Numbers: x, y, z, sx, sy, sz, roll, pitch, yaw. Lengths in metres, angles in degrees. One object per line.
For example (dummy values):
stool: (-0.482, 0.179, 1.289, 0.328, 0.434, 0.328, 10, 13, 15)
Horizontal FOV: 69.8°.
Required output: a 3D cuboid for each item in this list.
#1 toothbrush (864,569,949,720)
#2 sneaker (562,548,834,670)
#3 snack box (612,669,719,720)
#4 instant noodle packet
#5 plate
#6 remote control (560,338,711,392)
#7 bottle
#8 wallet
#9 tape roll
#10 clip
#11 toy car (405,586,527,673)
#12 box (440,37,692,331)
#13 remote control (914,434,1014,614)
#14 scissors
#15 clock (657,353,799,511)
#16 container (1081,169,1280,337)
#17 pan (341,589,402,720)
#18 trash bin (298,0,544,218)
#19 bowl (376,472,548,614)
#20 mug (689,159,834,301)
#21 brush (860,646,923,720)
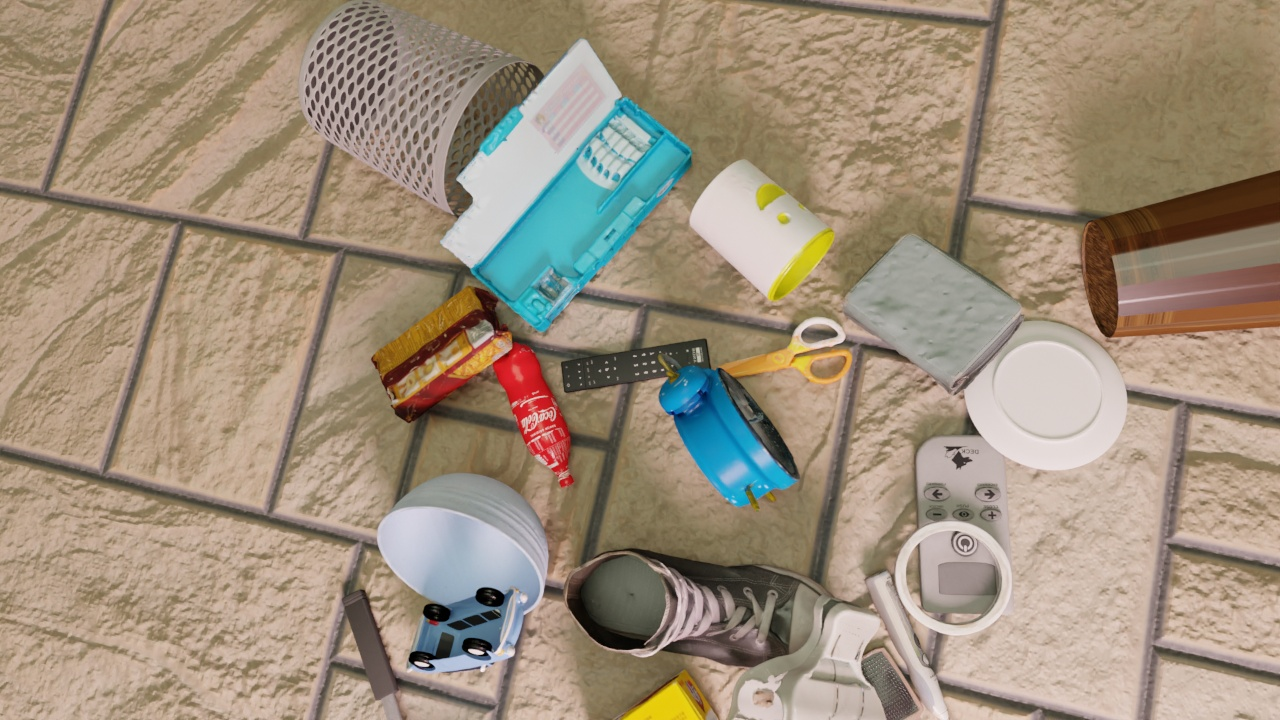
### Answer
toothbrush: (0.237, 0.265, 0.765, 0.024, 0.022, 0.185, -29, 74, 20)
sneaker: (0.053, 0.206, 0.757, 0.235, 0.120, 0.095, 13, 81, 8)
snack box: (0.008, 0.316, 0.760, 0.106, 0.083, 0.061, -36, 76, 0)
instant noodle packet: (-0.185, -0.009, 0.863, 0.135, 0.040, 0.098, -37, 45, 0)
plate: (0.349, 0.027, 0.789, 0.134, 0.011, 0.134, -2, 72, 5)
remote control: (-0.005, 0.005, 0.861, 0.140, 0.009, 0.030, -9, 78, 7)
bottle: (-0.095, 0.051, 0.850, 0.042, 0.042, 0.141, -26, 76, 3)
wallet: (0.254, -0.042, 0.803, 0.100, 0.054, 0.131, -43, 66, -6)
tape roll: (0.259, 0.180, 0.763, 0.093, 0.013, 0.093, -1, 83, 10)
clip: (0.146, 0.264, 0.715, 0.152, 0.126, 0.104, -56, 39, 13)
toy car: (-0.146, 0.234, 0.782, 0.154, 0.054, 0.056, -26, 41, 41)
box: (-0.080, -0.162, 0.867, 0.171, 0.084, 0.227, 42, 88, -23)
remote control: (0.276, 0.139, 0.784, 0.074, 0.019, 0.151, -1, 79, 9)
scissors: (0.127, -0.004, 0.840, 0.128, 0.013, 0.065, -10, 77, 6)
clock: (0.071, 0.054, 0.789, 0.060, 0.116, 0.161, -39, 75, 12)
container: (0.464, -0.081, 0.748, 0.167, 0.132, 0.132, -9, 78, 13)
pan: (-0.194, 0.371, 0.806, 0.178, 0.041, 0.357, -27, 71, 2)
trash bin: (-0.207, -0.242, 0.870, 0.183, 0.156, 0.156, 29, 85, 16)
bowl: (-0.145, 0.151, 0.803, 0.151, 0.151, 0.074, 10, 42, 11)
mug: (0.109, -0.118, 0.830, 0.106, 0.082, 0.082, 44, 88, 15)
brush: (0.220, 0.309, 0.762, 0.050, 0.015, 0.135, -33, 76, 3)
